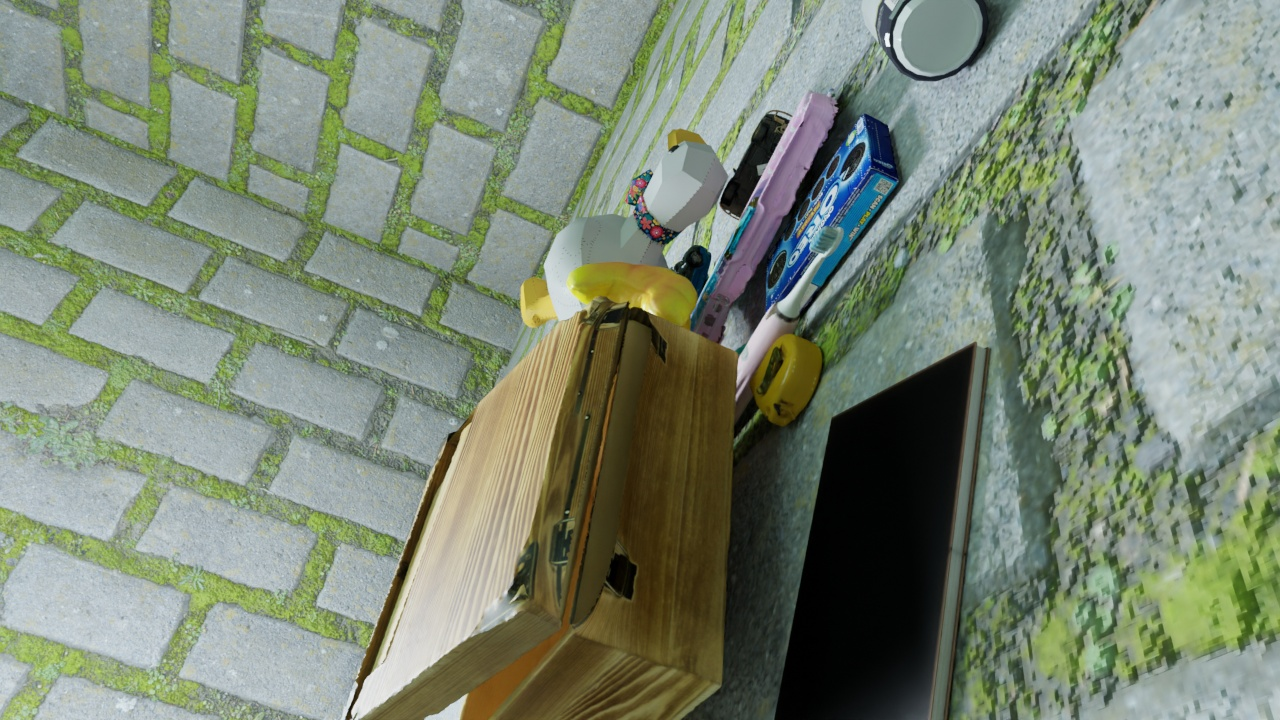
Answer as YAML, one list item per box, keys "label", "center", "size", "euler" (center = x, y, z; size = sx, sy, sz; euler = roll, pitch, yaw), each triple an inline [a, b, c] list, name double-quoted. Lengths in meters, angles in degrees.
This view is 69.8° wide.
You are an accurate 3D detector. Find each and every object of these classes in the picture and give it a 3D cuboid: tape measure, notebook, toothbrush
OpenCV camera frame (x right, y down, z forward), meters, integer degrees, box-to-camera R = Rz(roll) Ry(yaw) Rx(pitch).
- label: "tape measure"
  center: [0.104, 0.011, 0.658]
  size: [0.068, 0.030, 0.059]
  euler: [-99, 30, -67]
- label: "notebook"
  center: [0.119, 0.106, 0.472]
  size: [0.142, 0.008, 0.208]
  euler: [135, 154, -63]
- label: "toothbrush"
  center: [0.097, -0.016, 0.697]
  size: [0.223, 0.026, 0.027]
  euler: [115, 151, -42]

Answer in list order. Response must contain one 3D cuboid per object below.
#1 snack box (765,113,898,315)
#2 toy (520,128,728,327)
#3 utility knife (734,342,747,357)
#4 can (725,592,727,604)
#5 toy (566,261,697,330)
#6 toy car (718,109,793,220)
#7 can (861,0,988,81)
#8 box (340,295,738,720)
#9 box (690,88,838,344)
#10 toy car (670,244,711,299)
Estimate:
- label: "snack box"
  center: [0.141, -0.104, 0.700]
  size: [0.082, 0.027, 0.151]
  euler: [-79, 15, -49]
- label: "toy"
  center: [-0.013, -0.099, 0.923]
  size: [0.268, 0.141, 0.246]
  euler: [-41, 26, 41]
- label: "utility knife"
  center: [0.089, -0.001, 0.790]
  size: [0.169, 0.015, 0.022]
  euler: [140, 119, -69]
- label: "can"
  center: [0.025, 0.187, 0.664]
  size: [0.086, 0.043, 0.086]
  euler: [-60, 14, 26]
- label: "toy"
  center: [-0.005, 0.005, 0.800]
  size: [0.087, 0.135, 0.194]
  euler: [-47, -39, -51]
- label: "toy car"
  center: [0.120, -0.191, 0.909]
  size: [0.112, 0.047, 0.047]
  euler: [-62, 4, 13]
- label: "can"
  center: [0.191, -0.240, 0.632]
  size: [0.127, 0.064, 0.064]
  euler: [-87, 22, -57]
- label: "box"
  center: [-0.056, 0.119, 0.640]
  size: [0.248, 0.176, 0.278]
  euler: [-53, 17, 40]
- label: "box"
  center: [0.110, -0.133, 0.819]
  size: [0.231, 0.035, 0.159]
  euler: [-64, 0, 28]
- label: "toy car"
  center: [0.050, -0.067, 1.000]
  size: [0.056, 0.043, 0.120]
  euler: [150, 137, -71]
